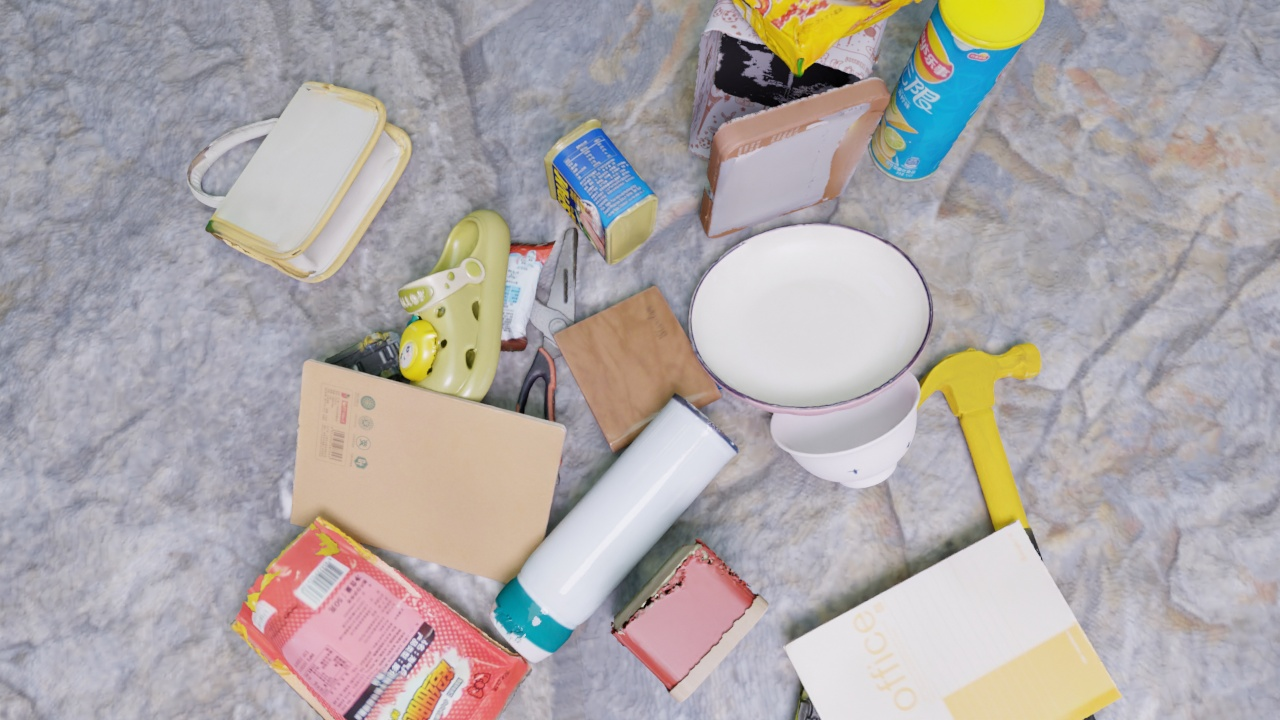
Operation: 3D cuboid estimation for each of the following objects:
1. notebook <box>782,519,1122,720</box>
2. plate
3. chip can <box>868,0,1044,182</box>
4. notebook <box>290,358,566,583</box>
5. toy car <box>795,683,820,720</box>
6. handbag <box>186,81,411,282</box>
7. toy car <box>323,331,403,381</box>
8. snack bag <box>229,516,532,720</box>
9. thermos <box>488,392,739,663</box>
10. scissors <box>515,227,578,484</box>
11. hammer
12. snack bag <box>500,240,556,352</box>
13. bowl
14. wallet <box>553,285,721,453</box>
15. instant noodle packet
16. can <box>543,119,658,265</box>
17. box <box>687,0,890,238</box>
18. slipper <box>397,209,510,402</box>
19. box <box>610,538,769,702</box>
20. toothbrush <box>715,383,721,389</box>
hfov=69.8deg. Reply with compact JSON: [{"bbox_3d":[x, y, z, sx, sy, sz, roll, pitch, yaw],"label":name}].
[{"bbox_3d":[0.229,0.229,0.677,0.206,0.010,0.146,-26,77,-6],"label":"notebook"},{"bbox_3d":[0.136,-0.031,0.743,0.192,0.039,0.192,-7,53,9],"label":"plate"},{"bbox_3d":[0.240,-0.218,0.726,0.071,0.210,0.071,0,75,0],"label":"chip can"},{"bbox_3d":[-0.169,0.091,0.713,0.208,0.008,0.148,14,111,4],"label":"notebook"},{"bbox_3d":[0.136,0.280,0.687,0.048,0.032,0.105,14,74,3],"label":"toy car"},{"bbox_3d":[-0.308,-0.164,0.804,0.179,0.063,0.163,23,76,22],"label":"handbag"},{"bbox_3d":[-0.233,0.011,0.760,0.091,0.036,0.043,-26,77,-7],"label":"toy car"},{"bbox_3d":[-0.199,0.222,0.694,0.208,0.073,0.128,36,83,4],"label":"snack bag"},{"bbox_3d":[-0.023,0.130,0.698,0.073,0.073,0.224,42,86,10],"label":"thermos"},{"bbox_3d":[-0.064,-0.007,0.775,0.225,0.015,0.188,36,79,10],"label":"scissors"},{"bbox_3d":[0.293,0.135,0.724,0.129,0.033,0.300,-13,75,-2],"label":"hammer"},{"bbox_3d":[-0.103,-0.055,0.768,0.048,0.026,0.104,3,74,26],"label":"snack bag"},{"bbox_3d":[0.168,0.061,0.721,0.118,0.118,0.065,-29,115,-7],"label":"bowl"},{"bbox_3d":[-0.004,0.004,0.753,0.101,0.020,0.115,-27,74,-8],"label":"wallet"},{"bbox_3d":[0.123,-0.267,0.646,0.128,0.044,0.110,-34,71,-11],"label":"instant noodle packet"},{"bbox_3d":[-0.031,-0.137,0.764,0.057,0.102,0.083,-36,79,-9],"label":"can"},{"bbox_3d":[0.108,-0.182,0.736,0.150,0.182,0.166,20,73,6],"label":"box"},{"bbox_3d":[-0.160,-0.043,0.741,0.081,0.092,0.190,23,63,-36],"label":"slipper"},{"bbox_3d":[0.025,0.172,0.647,0.078,0.168,0.091,44,79,7],"label":"box"},{"bbox_3d":[0.134,-0.007,0.774,0.189,0.014,0.016,-21,75,-4],"label":"toothbrush"}]
